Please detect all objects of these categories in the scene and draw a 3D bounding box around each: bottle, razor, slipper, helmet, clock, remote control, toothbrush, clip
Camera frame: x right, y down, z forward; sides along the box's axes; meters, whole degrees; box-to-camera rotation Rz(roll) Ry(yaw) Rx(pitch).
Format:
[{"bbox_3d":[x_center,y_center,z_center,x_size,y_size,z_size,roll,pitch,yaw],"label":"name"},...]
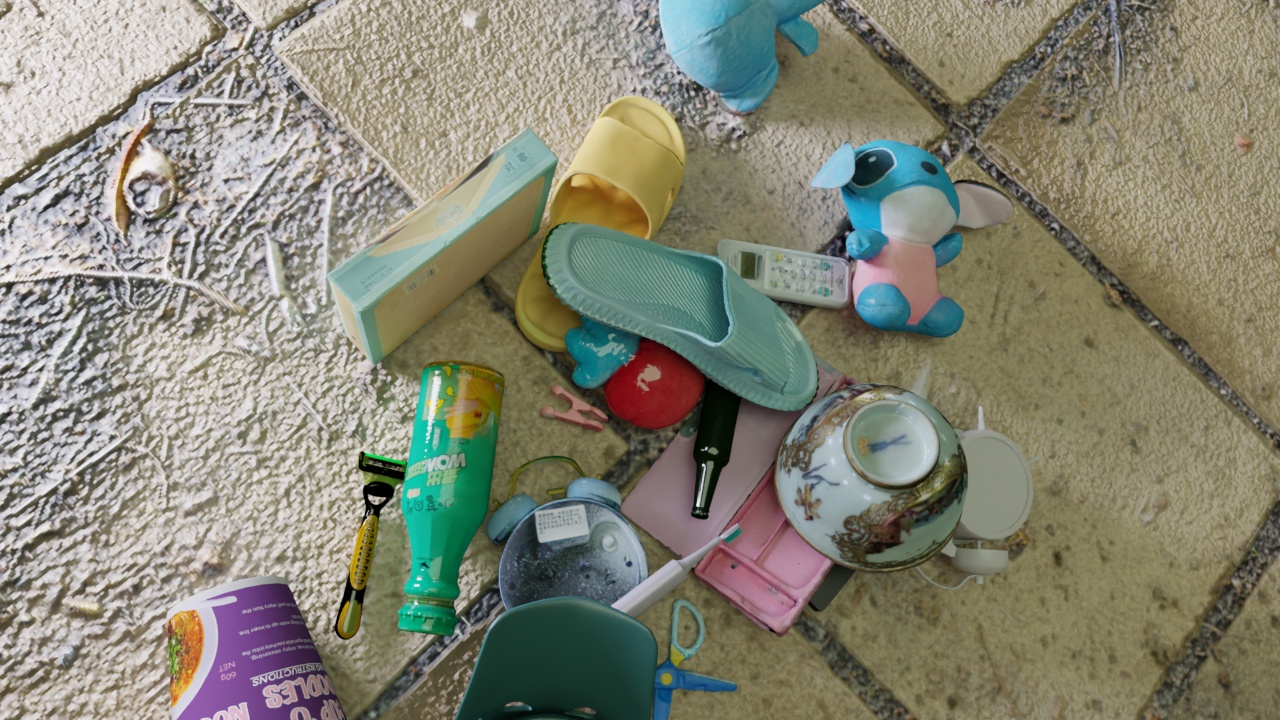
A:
[{"bbox_3d":[0.062,0.075,0.780,0.033,0.033,0.122,17,66,-8],"label":"bottle"},{"bbox_3d":[-0.217,0.146,0.724,0.044,0.021,0.144,18,70,-27],"label":"razor"},{"bbox_3d":[-0.029,-0.130,0.811,0.099,0.078,0.263,27,73,-6],"label":"slipper"},{"bbox_3d":[-0.065,0.312,0.604,0.176,0.200,0.275,10,112,-13],"label":"helmet"},{"bbox_3d":[0.049,-0.046,0.759,0.276,0.070,0.115,23,49,-22],"label":"slipper"},{"bbox_3d":[-0.153,0.107,0.724,0.068,0.068,0.209,9,74,-10],"label":"bottle"},{"bbox_3d":[-0.060,0.155,0.737,0.118,0.060,0.162,-9,77,-15],"label":"clock"},{"bbox_3d":[0.133,-0.080,0.862,0.133,0.022,0.050,8,74,-10],"label":"remote control"},{"bbox_3d":[0.005,0.180,0.704,0.187,0.018,0.019,-33,93,-19],"label":"toothbrush"},{"bbox_3d":[0.284,0.128,0.818,0.120,0.061,0.159,40,70,-11],"label":"clock"},{"bbox_3d":[-0.056,0.039,0.791,0.059,0.023,0.045,0,77,-7],"label":"clip"},{"bbox_3d":[0.179,0.154,0.814,0.058,0.013,0.133,45,71,2],"label":"remote control"}]

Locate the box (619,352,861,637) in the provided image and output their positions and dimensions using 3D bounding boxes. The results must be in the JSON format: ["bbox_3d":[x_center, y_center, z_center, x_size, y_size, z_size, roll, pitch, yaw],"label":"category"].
[{"bbox_3d":[0.117,0.098,0.806,0.179,0.040,0.232,36,71,16],"label":"box"}]

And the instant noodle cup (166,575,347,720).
[{"bbox_3d":[-0.283,0.225,0.643,0.136,0.122,0.121,-5,64,-41],"label":"instant noodle cup"}]

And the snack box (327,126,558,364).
[{"bbox_3d":[-0.154,-0.087,0.736,0.193,0.142,0.044,-43,87,-19],"label":"snack box"}]

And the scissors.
[{"bbox_3d":[0.019,0.259,0.753,0.125,0.013,0.126,11,75,-8],"label":"scissors"}]

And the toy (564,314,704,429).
[{"bbox_3d":[-0.005,0.005,0.783,0.133,0.062,0.092,35,68,-13],"label":"toy"}]

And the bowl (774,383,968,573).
[{"bbox_3d":[0.192,0.082,0.737,0.160,0.094,0.159,-1,63,2],"label":"bowl"}]

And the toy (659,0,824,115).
[{"bbox_3d":[0.101,-0.345,0.883,0.180,0.115,0.183,-33,107,-1],"label":"toy"}]

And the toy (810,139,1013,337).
[{"bbox_3d":[0.255,-0.114,0.863,0.223,0.099,0.191,5,77,-30],"label":"toy"}]
